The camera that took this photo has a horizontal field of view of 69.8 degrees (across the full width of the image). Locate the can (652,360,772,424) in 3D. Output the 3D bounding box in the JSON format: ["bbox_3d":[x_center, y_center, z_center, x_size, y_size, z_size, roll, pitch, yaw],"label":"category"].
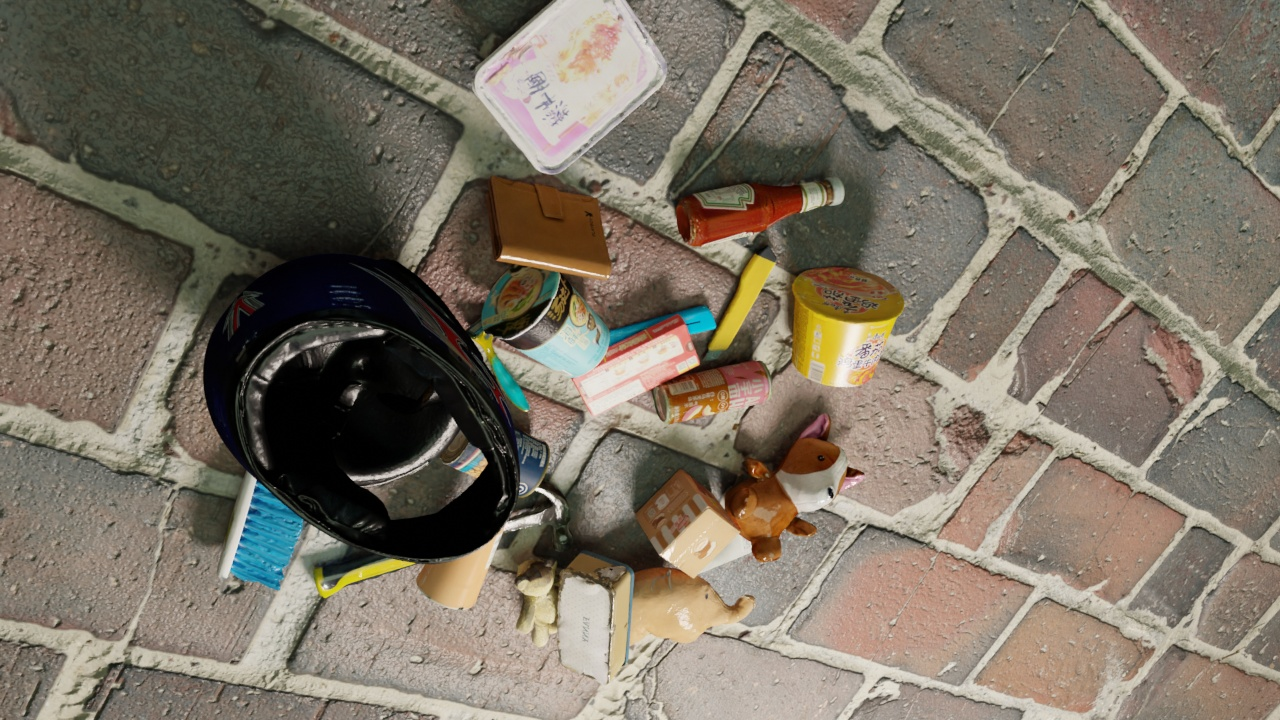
[{"bbox_3d":[0.093,0.040,1.181,0.147,0.058,0.058,-12,120,-16],"label":"can"}]

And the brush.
[{"bbox_3d":[-0.415,0.116,1.019,0.109,0.060,0.315,16,107,-25],"label":"brush"}]

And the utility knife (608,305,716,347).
[{"bbox_3d":[-0.001,-0.032,1.129,0.198,0.018,0.034,-14,121,-13],"label":"utility knife"}]

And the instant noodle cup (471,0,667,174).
[{"bbox_3d":[-0.075,-0.293,0.935,0.173,0.060,0.138,-40,124,3],"label":"instant noodle cup"}]

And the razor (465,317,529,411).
[{"bbox_3d":[-0.163,0.007,1.076,0.043,0.028,0.133,-46,127,-33],"label":"razor"}]

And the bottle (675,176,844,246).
[{"bbox_3d":[0.144,-0.182,1.086,0.205,0.059,0.060,-14,121,-16],"label":"bottle"}]

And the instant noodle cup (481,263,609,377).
[{"bbox_3d":[-0.098,-0.042,1.038,0.111,0.111,0.120,-46,132,5],"label":"instant noodle cup"}]

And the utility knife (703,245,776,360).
[{"bbox_3d":[0.124,-0.070,1.161,0.033,0.015,0.170,21,108,-24],"label":"utility knife"}]

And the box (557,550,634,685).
[{"bbox_3d":[-0.061,0.347,1.217,0.059,0.090,0.185,-40,142,-53],"label":"box"}]

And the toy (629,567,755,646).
[{"bbox_3d":[0.045,0.341,1.272,0.226,0.082,0.143,-6,134,8],"label":"toy"}]

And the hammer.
[{"bbox_3d":[-0.245,0.228,1.158,0.323,0.032,0.126,-15,121,-14],"label":"hammer"}]

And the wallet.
[{"bbox_3d":[-0.098,-0.142,0.984,0.131,0.107,0.031,8,146,-31],"label":"wallet"}]

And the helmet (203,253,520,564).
[{"bbox_3d":[-0.270,0.039,0.916,0.247,0.240,0.315,-44,114,-1],"label":"helmet"}]

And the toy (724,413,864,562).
[{"bbox_3d":[0.214,0.178,1.274,0.199,0.130,0.140,-34,112,-13],"label":"toy"}]

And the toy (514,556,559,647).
[{"bbox_3d":[-0.133,0.326,1.236,0.105,0.066,0.157,-32,137,-30],"label":"toy"}]

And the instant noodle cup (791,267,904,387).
[{"bbox_3d":[0.255,-0.039,1.167,0.138,0.138,0.110,-9,127,-18],"label":"instant noodle cup"}]

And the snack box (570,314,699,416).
[{"bbox_3d":[-0.007,0.007,1.127,0.153,0.025,0.075,-26,133,-2],"label":"snack box"}]

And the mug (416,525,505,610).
[{"bbox_3d":[-0.210,0.228,1.110,0.078,0.078,0.123,21,103,-30],"label":"mug"}]

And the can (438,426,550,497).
[{"bbox_3d":[-0.174,0.109,1.097,0.111,0.075,0.075,31,102,-32],"label":"can"}]

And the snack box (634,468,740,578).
[{"bbox_3d":[0.063,0.220,1.242,0.093,0.094,0.077,-46,124,5],"label":"snack box"}]

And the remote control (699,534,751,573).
[{"bbox_3d":[0.127,0.267,1.338,0.135,0.019,0.056,-20,122,-12],"label":"remote control"}]
